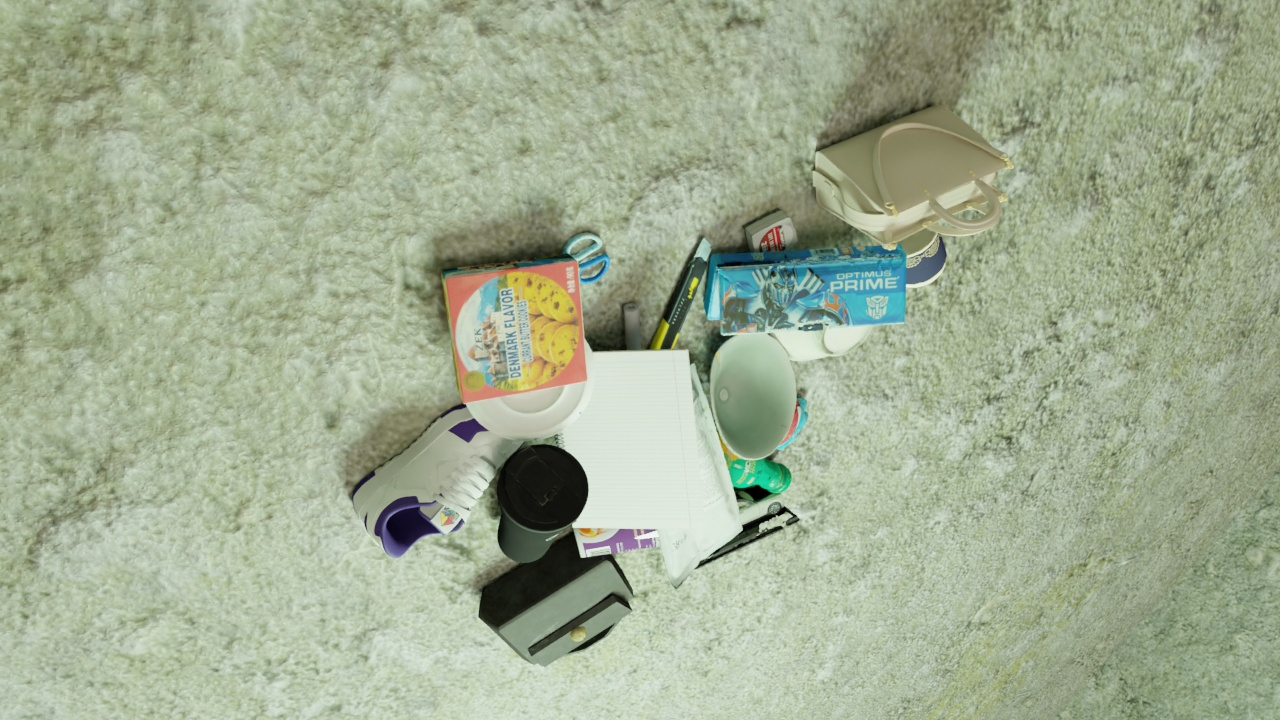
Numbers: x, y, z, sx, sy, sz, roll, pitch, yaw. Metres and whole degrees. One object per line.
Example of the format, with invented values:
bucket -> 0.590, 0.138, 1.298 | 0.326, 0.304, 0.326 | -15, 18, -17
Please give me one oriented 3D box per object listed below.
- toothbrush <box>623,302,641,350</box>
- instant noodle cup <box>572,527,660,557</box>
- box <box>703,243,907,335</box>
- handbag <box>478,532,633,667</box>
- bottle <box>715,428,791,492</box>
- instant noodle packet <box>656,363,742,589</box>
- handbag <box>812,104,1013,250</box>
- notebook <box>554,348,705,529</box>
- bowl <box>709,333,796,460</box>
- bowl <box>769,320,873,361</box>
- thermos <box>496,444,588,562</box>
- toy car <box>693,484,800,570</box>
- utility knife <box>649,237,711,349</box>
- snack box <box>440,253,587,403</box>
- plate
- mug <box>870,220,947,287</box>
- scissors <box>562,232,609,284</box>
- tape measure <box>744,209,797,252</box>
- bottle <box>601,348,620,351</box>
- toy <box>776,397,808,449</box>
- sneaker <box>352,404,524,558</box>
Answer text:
toothbrush -> -0.007, 0.007, 1.162 | 0.018, 0.019, 0.188 | -59, 155, -44
instant noodle cup -> -0.034, 0.210, 1.257 | 0.122, 0.121, 0.137 | -15, 142, -7
box -> 0.207, -0.081, 1.124 | 0.243, 0.085, 0.092 | -4, 137, -9
handbag -> -0.105, 0.372, 1.350 | 0.197, 0.102, 0.199 | -32, 135, -3
bottle -> 0.144, 0.150, 1.335 | 0.209, 0.068, 0.068 | 25, 111, -41
instant noodle packet -> 0.057, 0.150, 1.204 | 0.146, 0.057, 0.269 | -31, 117, -33
handbag -> 0.329, -0.199, 1.060 | 0.194, 0.197, 0.101 | -23, 134, -12
notebook -> -0.019, 0.101, 1.124 | 0.178, 0.013, 0.246 | -1, 113, 13
bowl -> 0.131, 0.045, 1.235 | 0.174, 0.068, 0.174 | 0, 89, -41
bowl -> 0.264, -0.057, 1.241 | 0.176, 0.057, 0.177 | -16, 132, -19
thermos -> -0.133, 0.189, 1.142 | 0.105, 0.105, 0.219 | -14, 158, -20
toy car -> 0.138, 0.240, 1.407 | 0.191, 0.094, 0.071 | -20, 112, -15
utility knife -> 0.049, -0.069, 1.134 | 0.028, 0.020, 0.188 | 1, 124, -34
snack box -> -0.136, -0.036, 1.000 | 0.144, 0.040, 0.143 | -10, 112, -17
plate -> -0.128, 0.020, 1.059 | 0.157, 0.014, 0.157 | -3, 105, -12
mug -> 0.361, -0.155, 1.209 | 0.089, 0.086, 0.111 | 49, 58, -48
scissors -> -0.093, -0.093, 1.035 | 0.130, 0.022, 0.070 | -35, 136, -6
tape measure -> 0.160, -0.151, 1.127 | 0.062, 0.020, 0.060 | -29, 141, -5
bottle -> -0.052, 0.061, 1.156 | 0.056, 0.056, 0.161 | 1, 125, -31
toy -> 0.203, 0.091, 1.329 | 0.132, 0.062, 0.092 | 14, 121, -50
sneaker -> -0.224, 0.142, 1.083 | 0.244, 0.111, 0.092 | -34, 135, -1
